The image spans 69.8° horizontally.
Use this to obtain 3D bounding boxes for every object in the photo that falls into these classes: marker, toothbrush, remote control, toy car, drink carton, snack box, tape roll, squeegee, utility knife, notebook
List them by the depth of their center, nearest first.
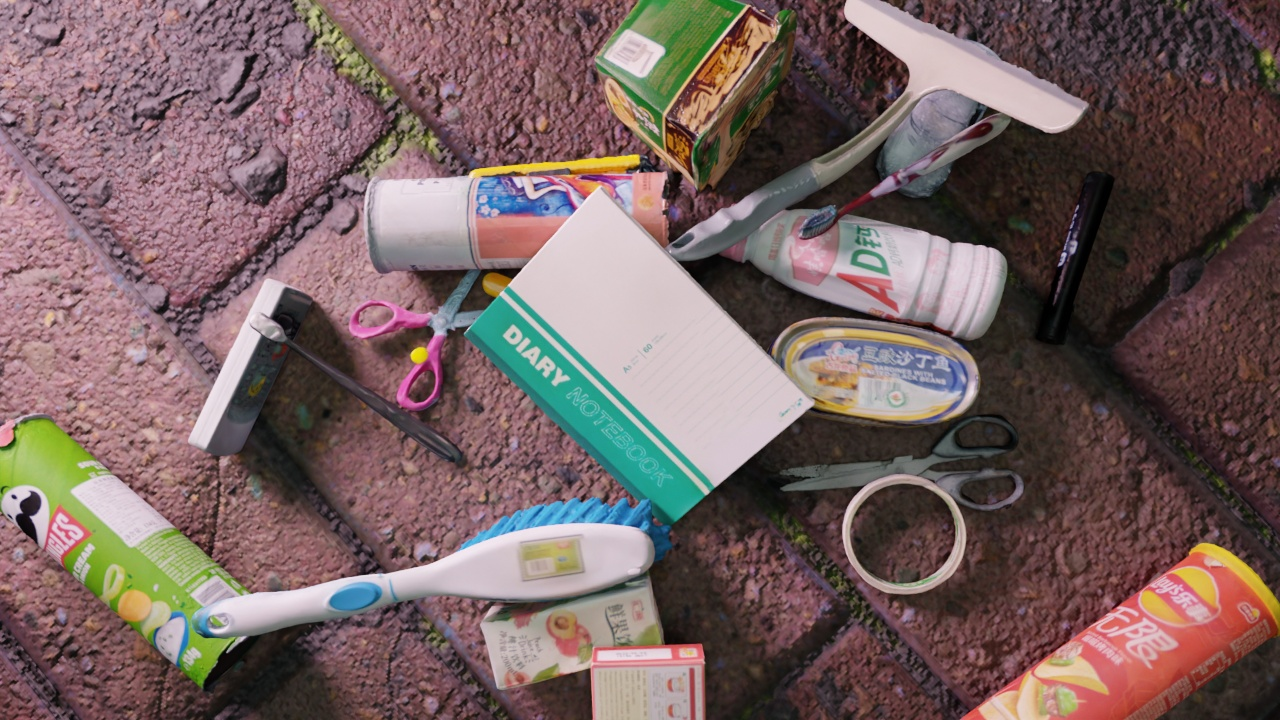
[{"bbox_3d":[0.007,0.273,0.635,0.077,0.027,0.156,-1,102,0],"label":"snack box"},{"bbox_3d":[0.123,-0.136,0.636,0.246,0.039,0.246,-37,44,2],"label":"squeegee"},{"bbox_3d":[0.188,-0.133,0.644,0.187,0.017,0.016,-30,71,-11],"label":"toothbrush"},{"bbox_3d":[-0.004,0.004,0.648,0.209,0.012,0.151,44,110,-4],"label":"notebook"},{"bbox_3d":[0.033,-0.202,0.656,0.105,0.117,0.118,34,84,9],"label":"snack box"},{"bbox_3d":[-0.046,0.192,0.657,0.122,0.045,0.053,-14,94,2],"label":"drink carton"},{"bbox_3d":[0.189,0.125,0.662,0.086,0.014,0.086,0,94,7],"label":"tape roll"},{"bbox_3d":[-0.204,0.022,0.667,0.181,0.018,0.015,38,80,-16],"label":"toothbrush"},{"bbox_3d":[0.322,-0.075,0.678,0.022,0.020,0.132,20,86,-13],"label":"marker"},{"bbox_3d":[-0.287,0.006,0.680,0.019,0.056,0.135,24,86,4],"label":"remote control"},{"bbox_3d":[0.223,-0.180,0.684,0.054,0.037,0.120,30,90,4],"label":"toy car"},{"bbox_3d":[-0.061,-0.037,0.692,0.124,0.015,0.018,22,77,-1],"label":"marker"},{"bbox_3d":[-0.082,-0.135,0.703,0.197,0.015,0.033,-5,85,2],"label":"utility knife"}]

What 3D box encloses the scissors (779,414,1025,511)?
[{"bbox_3d":[0.193,0.072,0.676,0.173,0.014,0.141,29,88,7],"label":"scissors"}]

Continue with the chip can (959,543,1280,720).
[{"bbox_3d":[0.325,0.216,0.626,0.216,0.073,0.073,-36,84,-1],"label":"chip can"}]

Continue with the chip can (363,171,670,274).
[{"bbox_3d":[-0.085,-0.100,0.671,0.215,0.071,0.071,-1,85,2],"label":"chip can"}]

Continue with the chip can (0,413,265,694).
[{"bbox_3d":[-0.374,0.137,0.664,0.236,0.072,0.072,38,87,5],"label":"chip can"}]

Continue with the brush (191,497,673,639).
[{"bbox_3d":[-0.137,0.147,0.637,0.315,0.109,0.060,-9,92,7],"label":"brush"}]

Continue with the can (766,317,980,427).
[{"bbox_3d":[0.165,0.009,0.662,0.148,0.049,0.074,8,85,4],"label":"can"}]

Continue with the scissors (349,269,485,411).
[{"bbox_3d":[-0.160,-0.030,0.698,0.124,0.017,0.133,29,82,4],"label":"scissors"}]

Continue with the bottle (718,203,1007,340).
[{"bbox_3d":[0.156,-0.071,0.663,0.197,0.068,0.068,16,86,8],"label":"bottle"}]
